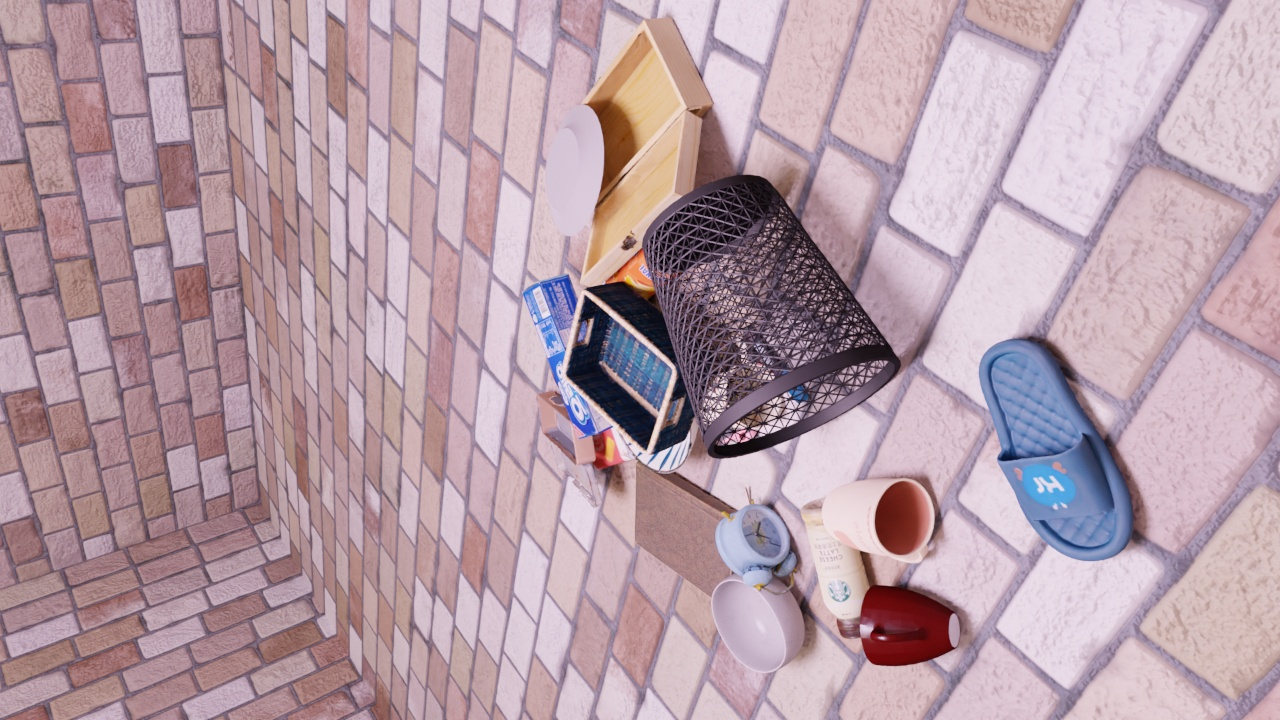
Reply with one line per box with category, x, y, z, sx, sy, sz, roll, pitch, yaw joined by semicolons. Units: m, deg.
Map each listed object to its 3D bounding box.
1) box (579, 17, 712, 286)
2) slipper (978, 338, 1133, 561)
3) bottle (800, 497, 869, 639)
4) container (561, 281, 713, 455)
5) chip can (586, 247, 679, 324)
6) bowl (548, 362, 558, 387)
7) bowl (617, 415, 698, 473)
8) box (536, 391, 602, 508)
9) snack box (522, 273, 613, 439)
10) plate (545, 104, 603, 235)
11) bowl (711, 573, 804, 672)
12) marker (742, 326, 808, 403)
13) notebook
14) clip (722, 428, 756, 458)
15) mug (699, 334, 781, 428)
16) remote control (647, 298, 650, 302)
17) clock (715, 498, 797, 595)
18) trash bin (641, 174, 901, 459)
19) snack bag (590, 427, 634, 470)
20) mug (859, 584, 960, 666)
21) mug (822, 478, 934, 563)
box;-0.010;-0.252;1.160;0.248;0.096;0.260;-36;51;55
slipper;0.365;0.084;0.837;0.104;0.059;0.213;-33;76;56
bottle;0.235;0.244;1.080;0.057;0.056;0.162;-9;97;54
container;-0.007;0.007;1.163;0.187;0.071;0.146;41;131;32
chip can;-0.019;-0.098;1.245;0.211;0.062;0.062;-38;74;53
bowl;-0.079;-0.002;1.393;0.151;0.056;0.151;25;124;45
bowl;0.035;0.060;1.256;0.177;0.070;0.177;27;125;46
box;-0.117;0.140;1.474;0.216;0.042;0.148;-155;58;-67
snack box;-0.094;-0.006;1.283;0.059;0.059;0.226;-23;88;53
plate;-0.097;-0.254;1.223;0.173;0.019;0.172;-6;84;60
bowl;0.162;0.337;1.209;0.132;0.064;0.132;25;124;44
marker;0.163;0.003;1.110;0.123;0.015;0.018;55;138;27
notebook;0.069;0.226;1.314;0.215;0.034;0.190;28;125;44
clip;0.132;0.105;1.189;0.035;0.022;0.058;62;142;20
mug;0.114;0.028;1.148;0.097;0.081;0.122;-17;71;62
remote control;-0.006;-0.111;1.287;0.039;0.010;0.125;7;110;52
clock;0.151;0.240;1.166;0.052;0.088;0.124;-47;64;44
trash bin;0.122;-0.052;0.988;0.218;0.216;0.243;-49;58;50
snack bag;-0.045;0.124;1.420;0.116;0.036;0.077;-26;84;54
mug;0.290;0.290;0.991;0.089;0.113;0.087;-7;82;37
mug;0.263;0.180;1.006;0.111;0.085;0.104;47;158;-15
